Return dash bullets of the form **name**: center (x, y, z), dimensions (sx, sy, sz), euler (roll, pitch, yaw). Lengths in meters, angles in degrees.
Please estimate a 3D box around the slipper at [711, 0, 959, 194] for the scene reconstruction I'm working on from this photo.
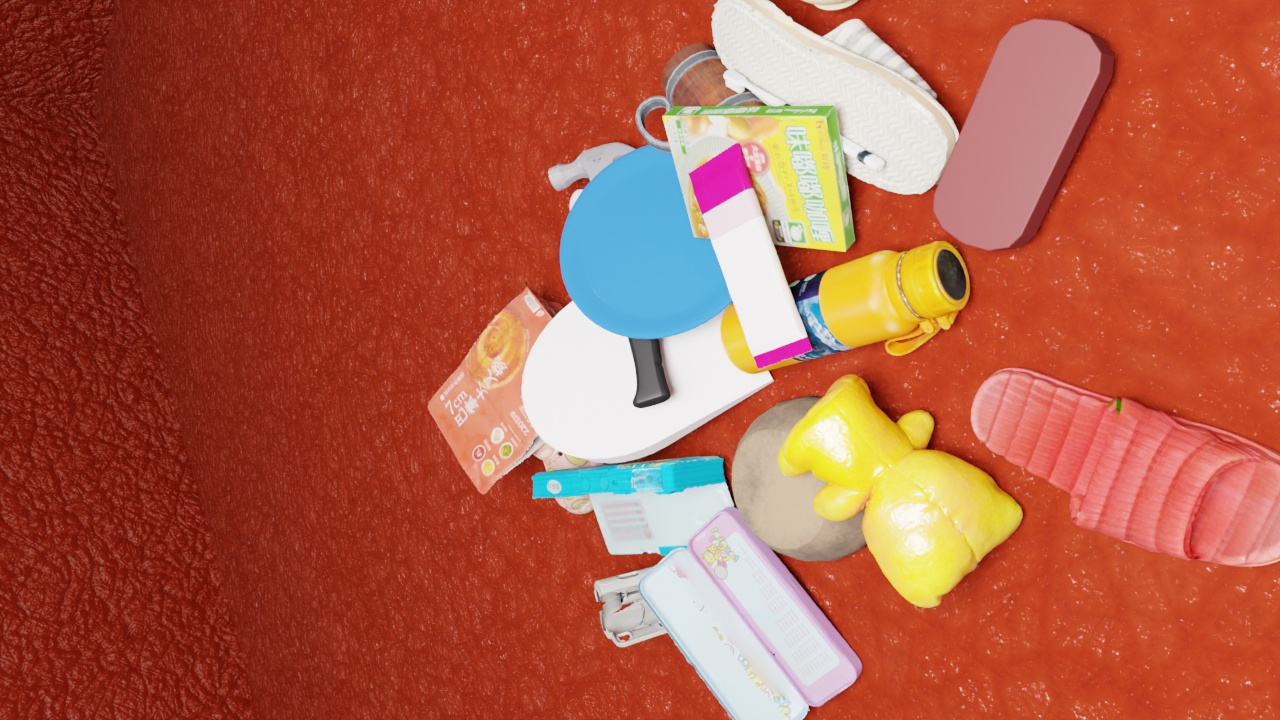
- **slipper**: center (0.167, -0.245, 0.811), dimensions (0.272, 0.053, 0.115), euler (42, 148, 26)

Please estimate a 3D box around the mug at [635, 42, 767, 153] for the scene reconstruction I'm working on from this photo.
- **mug**: center (0.060, -0.245, 0.918), dimensions (0.117, 0.081, 0.111), euler (-34, 62, 7)

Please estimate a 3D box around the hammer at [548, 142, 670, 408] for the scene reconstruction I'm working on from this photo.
- **hammer**: center (-0.016, -0.101, 0.999), dimensions (0.127, 0.029, 0.323), euler (-20, 65, 15)

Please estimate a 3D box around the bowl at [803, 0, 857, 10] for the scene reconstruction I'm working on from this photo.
- **bowl**: center (0.166, -0.349, 0.793), dimensions (0.118, 0.118, 0.074), euler (39, 165, 38)

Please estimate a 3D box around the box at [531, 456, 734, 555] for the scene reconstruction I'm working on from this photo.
- **box**: center (0.003, 0.155, 1.051), dimensions (0.228, 0.168, 0.086), euler (-11, 47, 44)

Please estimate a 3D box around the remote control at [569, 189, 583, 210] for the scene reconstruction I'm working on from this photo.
- **remote control**: center (-0.054, -0.149, 1.123), dimensions (0.043, 0.013, 0.136), euler (-38, 68, 44)

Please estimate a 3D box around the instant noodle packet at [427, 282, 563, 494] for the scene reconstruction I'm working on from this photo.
- **instant noodle packet**: center (-0.161, 0.038, 1.145), dimensions (0.221, 0.084, 0.164), euler (-43, 61, 8)

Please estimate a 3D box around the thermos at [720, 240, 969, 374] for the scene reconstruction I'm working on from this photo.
- **thermos**: center (0.185, -0.043, 0.837), dimensions (0.233, 0.091, 0.076), euler (-18, 54, 48)

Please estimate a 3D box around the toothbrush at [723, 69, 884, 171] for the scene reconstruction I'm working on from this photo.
- **toothbrush**: center (0.143, -0.215, 0.821), dimensions (0.187, 0.012, 0.017), euler (41, 168, 29)

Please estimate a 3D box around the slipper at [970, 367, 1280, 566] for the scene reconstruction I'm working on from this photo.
- **slipper**: center (0.349, 0.077, 0.677), dimensions (0.249, 0.059, 0.104), euler (27, 115, 44)

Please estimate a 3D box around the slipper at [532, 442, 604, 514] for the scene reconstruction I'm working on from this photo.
- **slipper**: center (-0.109, 0.103, 1.176), dimensions (0.093, 0.081, 0.197), euler (-20, 79, 49)

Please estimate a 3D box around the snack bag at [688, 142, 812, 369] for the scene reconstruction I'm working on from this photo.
- **snack bag**: center (0.099, -0.093, 0.834), dimensions (0.070, 0.016, 0.196), euler (-24, 85, 51)

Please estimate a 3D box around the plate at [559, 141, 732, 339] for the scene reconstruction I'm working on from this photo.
- **plate**: center (0.022, -0.125, 0.963), dimensions (0.225, 0.024, 0.224), euler (-7, 70, 19)

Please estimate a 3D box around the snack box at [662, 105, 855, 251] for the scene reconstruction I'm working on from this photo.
- **snack box**: center (0.108, -0.168, 0.843), dimensions (0.168, 0.027, 0.132), euler (11, 133, 36)

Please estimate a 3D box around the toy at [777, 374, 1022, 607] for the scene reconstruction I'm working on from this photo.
- **toy**: center (0.215, 0.096, 0.770), dimensions (0.194, 0.134, 0.087), euler (46, 168, 22)

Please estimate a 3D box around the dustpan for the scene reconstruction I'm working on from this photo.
- **dustpan**: center (-0.006, 0.006, 1.018), dimensions (0.258, 0.053, 0.191), euler (-30, 71, 11)

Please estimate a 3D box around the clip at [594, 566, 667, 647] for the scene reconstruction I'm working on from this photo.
- **clip**: center (0.007, 0.258, 1.048), dimensions (0.151, 0.126, 0.105), euler (-140, 43, -66)

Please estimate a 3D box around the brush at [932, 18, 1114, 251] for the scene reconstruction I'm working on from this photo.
- **brush**: center (0.295, -0.170, 0.708), dimensions (0.082, 0.041, 0.174), euler (39, 123, 38)

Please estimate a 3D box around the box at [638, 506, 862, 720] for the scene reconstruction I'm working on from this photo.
- **box**: center (0.108, 0.273, 0.947), dimensions (0.151, 0.040, 0.214), euler (-44, 73, 17)

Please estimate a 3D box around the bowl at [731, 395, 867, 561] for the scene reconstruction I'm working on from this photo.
- **bowl**: center (0.155, 0.118, 0.890), dimensions (0.162, 0.070, 0.162), euler (10, 103, 47)
